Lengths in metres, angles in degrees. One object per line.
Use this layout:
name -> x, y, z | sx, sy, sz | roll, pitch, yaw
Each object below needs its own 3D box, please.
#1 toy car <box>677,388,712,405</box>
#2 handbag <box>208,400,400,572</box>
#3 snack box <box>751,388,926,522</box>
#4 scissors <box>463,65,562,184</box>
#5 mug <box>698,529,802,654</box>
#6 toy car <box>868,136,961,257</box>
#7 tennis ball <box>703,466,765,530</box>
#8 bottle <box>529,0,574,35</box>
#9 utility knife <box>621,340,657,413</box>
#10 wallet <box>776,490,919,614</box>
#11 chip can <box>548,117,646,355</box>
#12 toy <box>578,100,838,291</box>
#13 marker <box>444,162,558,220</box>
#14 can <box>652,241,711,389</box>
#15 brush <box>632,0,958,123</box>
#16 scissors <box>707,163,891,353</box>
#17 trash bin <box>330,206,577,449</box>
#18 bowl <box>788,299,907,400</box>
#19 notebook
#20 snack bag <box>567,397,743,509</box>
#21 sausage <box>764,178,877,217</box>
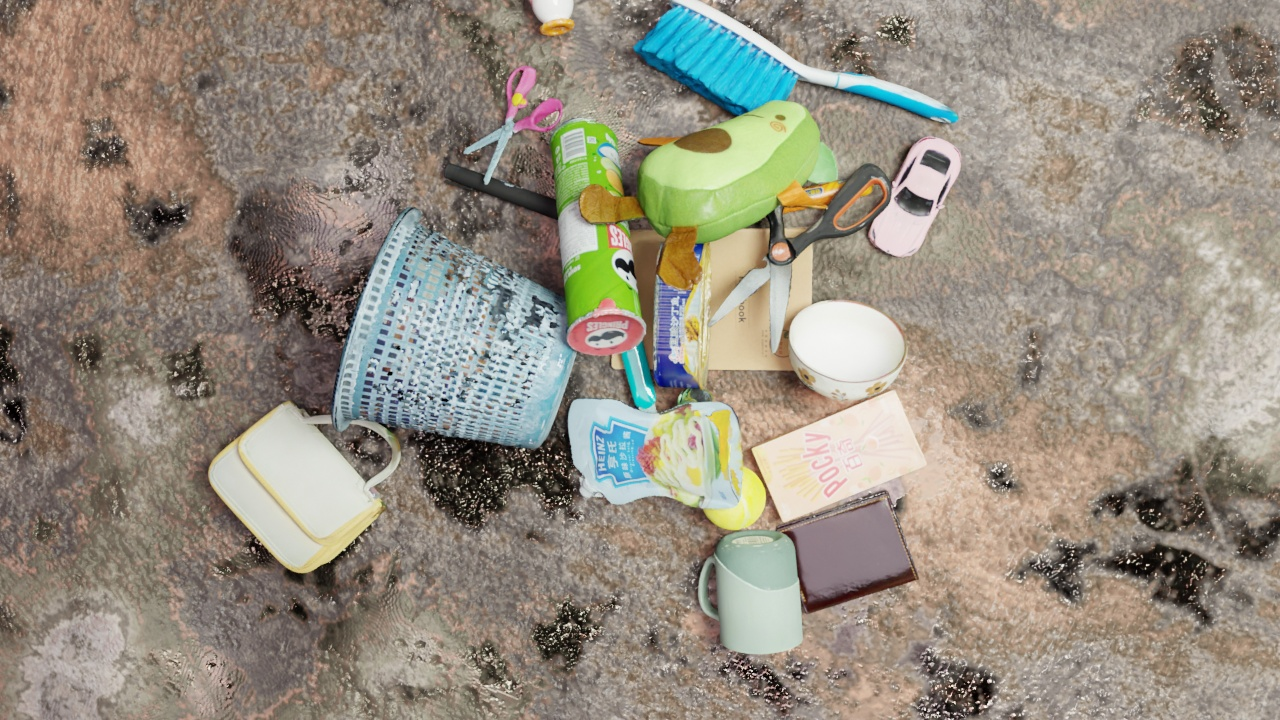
toy car -> 0.057, 0.071, 0.942 | 0.036, 0.043, 0.091 | -2, 102, 32
handbag -> -0.351, 0.120, 0.989 | 0.179, 0.063, 0.163 | -42, 90, 4
snack box -> 0.201, 0.097, 0.936 | 0.157, 0.026, 0.084 | -24, 90, 7
scissors -> -0.128, -0.240, 0.942 | 0.128, 0.017, 0.133 | 20, 87, 35
mug -> 0.107, 0.231, 0.935 | 0.112, 0.082, 0.106 | -3, 94, 38
toy car -> 0.272, -0.161, 0.908 | 0.056, 0.037, 0.122 | 26, 97, 6
tennis ball -> 0.094, 0.139, 0.932 | 0.065, 0.065, 0.065 | 0, 93, 7
bottle -> -0.094, -0.386, 0.923 | 0.063, 0.063, 0.108 | -11, 92, 7
utility knife -> -0.006, 0.006, 0.952 | 0.029, 0.013, 0.209 | -15, 89, 6
wallet -> 0.213, 0.198, 0.945 | 0.122, 0.020, 0.096 | -20, 86, 9
chip can -> -0.044, -0.122, 0.873 | 0.072, 0.072, 0.235 | -12, 60, 7
toy -> 0.073, -0.167, 0.839 | 0.246, 0.090, 0.227 | -36, 51, -25
marker -> -0.144, -0.177, 0.964 | 0.132, 0.020, 0.022 | 20, 94, 5
can -> 0.043, -0.046, 0.914 | 0.049, 0.074, 0.148 | 2, 93, 10
brush -> 0.152, -0.275, 0.909 | 0.314, 0.060, 0.109 | 31, 93, 1
scissors -> 0.152, -0.124, 0.897 | 0.222, 0.022, 0.220 | -14, 75, 7
trash bin -> -0.167, -0.011, 0.895 | 0.195, 0.226, 0.226 | 19, 95, -8
bowl -> 0.200, 0.000, 0.902 | 0.113, 0.113, 0.062 | 6, 135, 6
notebook -> 0.073, -0.063, 0.951 | 0.208, 0.008, 0.148 | 0, 94, 7
snack bag -> 0.010, 0.093, 0.927 | 0.191, 0.038, 0.110 | -1, 103, 30
sausage -> 0.157, -0.162, 0.928 | 0.165, 0.021, 0.021 | -11, 92, 7
